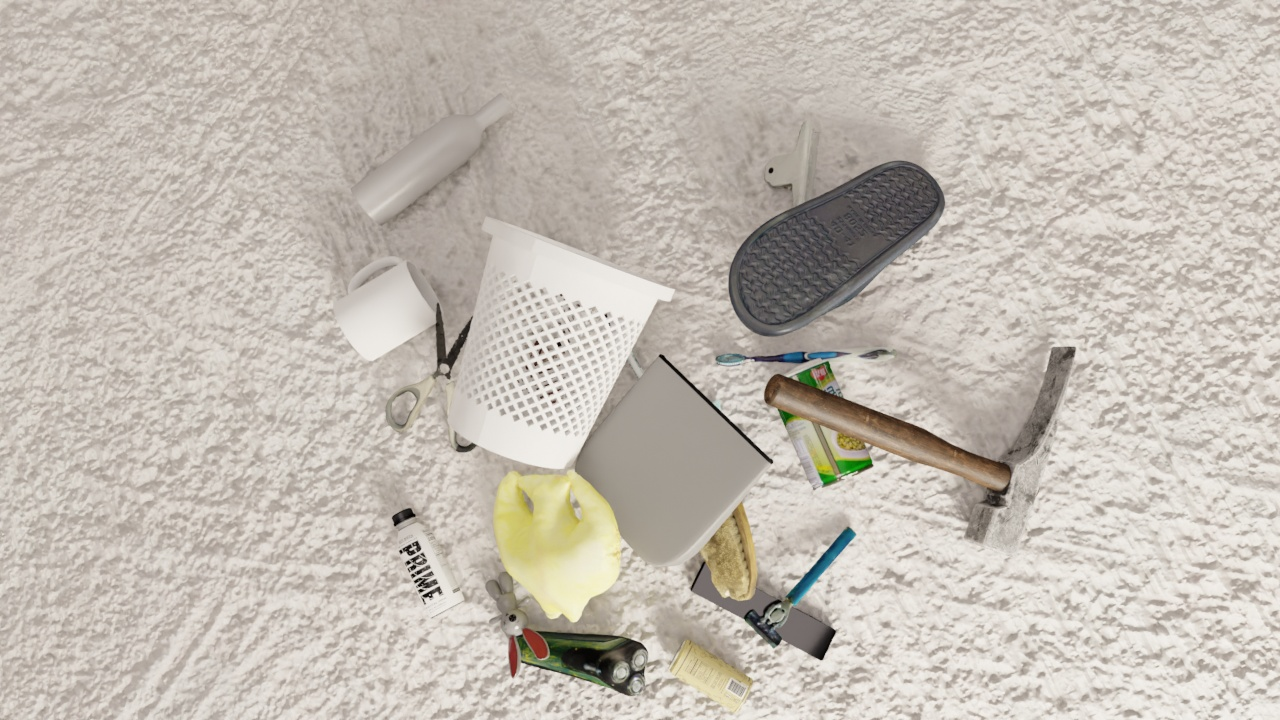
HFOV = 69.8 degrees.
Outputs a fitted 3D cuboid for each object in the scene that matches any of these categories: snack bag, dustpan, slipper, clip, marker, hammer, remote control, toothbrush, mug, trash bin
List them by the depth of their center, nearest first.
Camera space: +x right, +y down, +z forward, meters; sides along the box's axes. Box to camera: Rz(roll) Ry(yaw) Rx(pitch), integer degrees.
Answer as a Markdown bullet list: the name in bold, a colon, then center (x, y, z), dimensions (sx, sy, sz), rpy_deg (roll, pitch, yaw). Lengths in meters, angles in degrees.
- **hammer**: center (0.269, 0.041, 0.887), dimensions (0.300, 0.037, 0.217), rpy_deg (21, 86, -13)
- **trash bin**: center (-0.093, -0.012, 0.904), dimensions (0.195, 0.195, 0.199), rpy_deg (22, 97, 8)
- **dustpan**: center (-0.004, 0.143, 0.936), dimensions (0.258, 0.033, 0.163), rpy_deg (-49, 64, 8)
- **remote control**: center (0.125, 0.255, 0.941), dimensions (0.150, 0.013, 0.034), rpy_deg (26, 83, 8)
- **slipper**: center (0.195, -0.112, 0.949), dimensions (0.267, 0.083, 0.110), rpy_deg (-34, 76, -17)
- **toothbrush**: center (0.173, -0.004, 0.962), dimensions (0.189, 0.017, 0.016), rpy_deg (-2, 82, 6)
- **clip**: center (0.165, -0.202, 0.979), dimensions (0.052, 0.058, 0.102), rpy_deg (9, 83, -17)
- **marker**: center (-0.006, 0.006, 0.984), dimensions (0.011, 0.011, 0.152), rpy_deg (-31, 82, 2)
- **snack bag**: center (-0.087, -0.034, 0.995), dimensions (0.057, 0.013, 0.158), rpy_deg (20, 86, 6)
- **mug**: center (-0.277, -0.067, 0.996), dimensions (0.090, 0.074, 0.110), rpy_deg (-30, 56, 2)

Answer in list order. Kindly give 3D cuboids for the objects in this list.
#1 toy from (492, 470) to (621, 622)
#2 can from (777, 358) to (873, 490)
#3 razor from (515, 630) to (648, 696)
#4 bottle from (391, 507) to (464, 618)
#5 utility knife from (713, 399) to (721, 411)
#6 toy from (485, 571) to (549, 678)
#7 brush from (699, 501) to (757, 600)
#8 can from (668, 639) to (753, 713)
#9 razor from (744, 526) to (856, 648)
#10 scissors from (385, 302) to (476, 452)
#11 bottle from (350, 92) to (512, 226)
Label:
- **toy**: center (-0.087, 0.185, 0.923), dimensions (0.171, 0.064, 0.155), rpy_deg (-5, 96, 41)
- **can**: center (0.181, 0.064, 0.929), dimensions (0.067, 0.067, 0.121), rpy_deg (-23, 82, 3)
- **razor**: center (-0.066, 0.301, 0.932), dimensions (0.151, 0.067, 0.054), rpy_deg (6, 80, 15)
- **bottle**: center (-0.229, 0.212, 0.969), dimensions (0.041, 0.041, 0.116), rpy_deg (-28, 82, 2)
- **utility knife**: center (0.092, 0.129, 0.957), dimensions (0.022, 0.015, 0.178), rpy_deg (-5, 84, 5)
- **toy**: center (-0.130, 0.268, 0.941), dimensions (0.049, 0.030, 0.111), rpy_deg (-32, 53, 2)
- **brush**: center (0.070, 0.150, 0.932), dimensions (0.059, 0.043, 0.195), rpy_deg (-26, 74, 25)
- **can**: center (0.070, 0.318, 0.927), dimensions (0.079, 0.038, 0.038), rpy_deg (30, 87, 8)
- **razor**: center (0.168, 0.223, 0.927), dimensions (0.042, 0.022, 0.143), rpy_deg (43, 81, 10)
- **scissors**: center (-0.216, 0.027, 0.979), dimensions (0.166, 0.012, 0.157), rpy_deg (-24, 100, 18)
- **bottle**: center (-0.225, -0.228, 1.012), dimensions (0.195, 0.052, 0.052), rpy_deg (-37, 81, 1)
